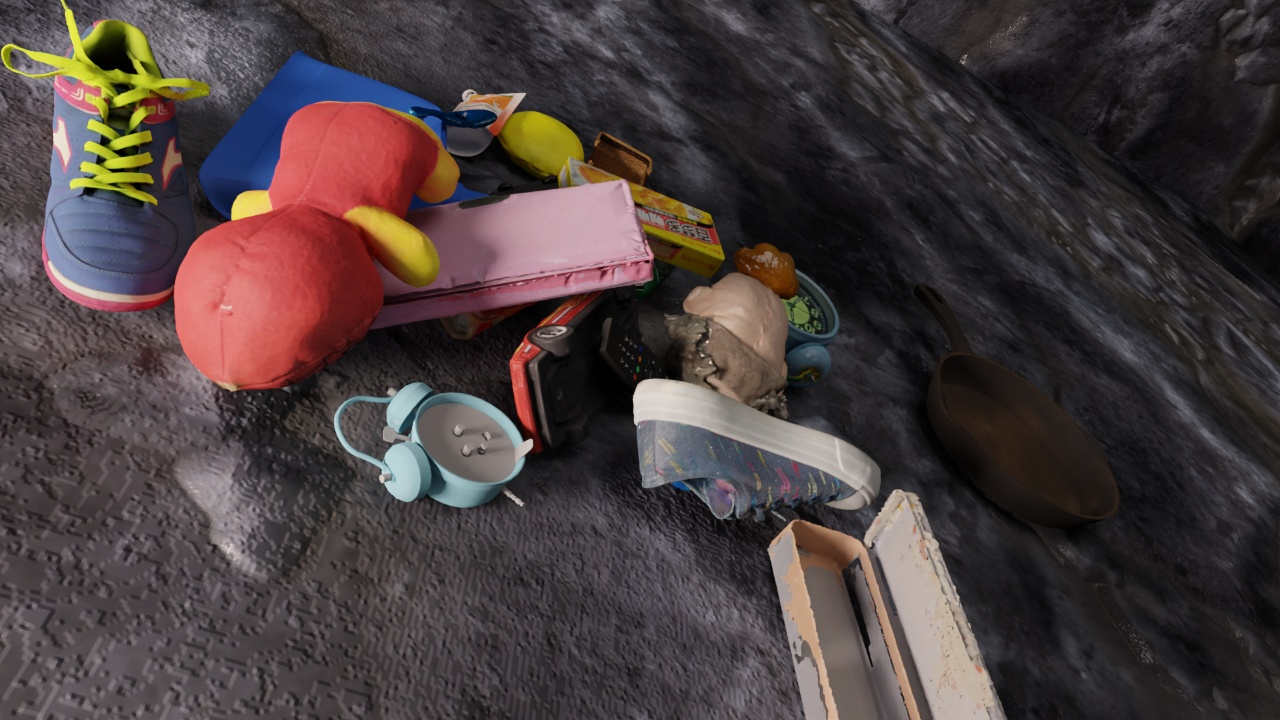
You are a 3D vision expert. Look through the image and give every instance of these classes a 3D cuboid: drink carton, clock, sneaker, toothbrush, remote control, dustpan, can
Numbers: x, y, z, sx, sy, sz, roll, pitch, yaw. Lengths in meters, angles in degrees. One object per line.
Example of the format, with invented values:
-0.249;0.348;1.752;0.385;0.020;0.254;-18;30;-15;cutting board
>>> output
-0.160;-0.246;0.916;0.069;0.039;0.122;0;35;10;drink carton
0.133;-0.031;0.882;0.118;0.060;0.161;29;38;-10;clock
-0.338;-0.134;0.583;0.116;0.091;0.241;7;43;-39;sneaker
-0.129;0.050;0.573;0.123;0.042;0.087;18;37;-25;clock
-0.159;-0.206;0.779;0.021;0.016;0.132;43;24;7;toothbrush
-0.004;0.004;0.696;0.124;0.010;0.039;46;51;-60;remote control
-0.187;-0.158;0.759;0.257;0.060;0.245;11;38;-8;dustpan
0.085;0.085;0.680;0.235;0.088;0.079;23;70;-33;sneaker
-0.002;-0.088;0.843;0.053;0.053;0.100;38;34;6;can

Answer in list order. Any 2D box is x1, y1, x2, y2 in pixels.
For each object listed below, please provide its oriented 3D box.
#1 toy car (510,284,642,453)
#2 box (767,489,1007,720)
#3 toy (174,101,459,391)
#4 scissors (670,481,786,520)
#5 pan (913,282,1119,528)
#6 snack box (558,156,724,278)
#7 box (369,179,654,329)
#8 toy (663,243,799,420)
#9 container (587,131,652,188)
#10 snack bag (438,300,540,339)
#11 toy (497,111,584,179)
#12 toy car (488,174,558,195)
-0.043;-0.005;0.685;0.056;0.082;0.188;0;24;21;toy car
0.152;0.193;0.607;0.108;0.095;0.215;0;41;-6;box
-0.206;-0.075;0.571;0.148;0.099;0.215;4;52;20;toy
0.061;0.094;0.710;0.133;0.015;0.103;38;30;-1;scissors
0.380;0.042;1.014;0.248;0.043;0.355;13;39;-29;pan
0.001;-0.127;0.819;0.152;0.025;0.075;18;37;-24;snack box
-0.111;-0.076;0.645;0.232;0.046;0.098;-9;44;-5;box
0.082;-0.025;0.780;0.132;0.076;0.175;41;63;-24;toy
-0.032;-0.170;0.913;0.063;0.061;0.113;26;34;-12;container
-0.090;-0.068;0.715;0.087;0.044;0.154;20;40;36;snack bag
-0.100;-0.219;0.937;0.095;0.041;0.094;40;39;8;toy
-0.098;-0.141;0.844;0.091;0.036;0.042;-14;55;-20;toy car
